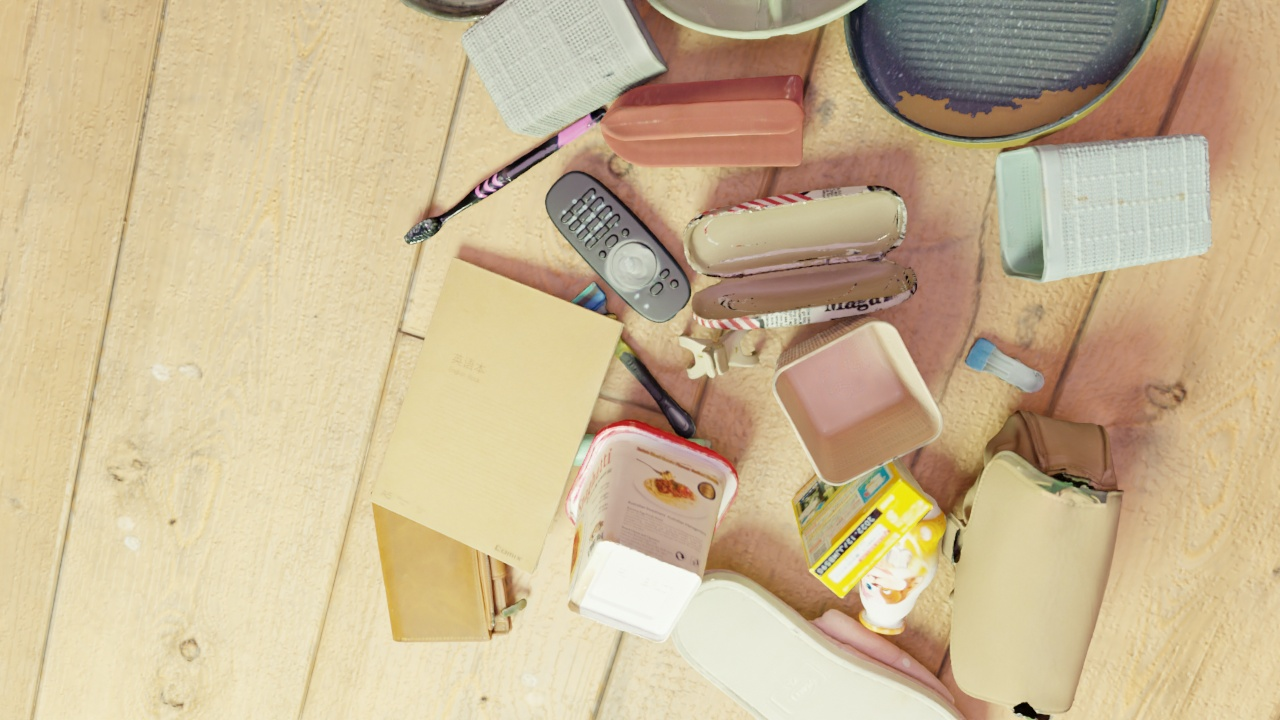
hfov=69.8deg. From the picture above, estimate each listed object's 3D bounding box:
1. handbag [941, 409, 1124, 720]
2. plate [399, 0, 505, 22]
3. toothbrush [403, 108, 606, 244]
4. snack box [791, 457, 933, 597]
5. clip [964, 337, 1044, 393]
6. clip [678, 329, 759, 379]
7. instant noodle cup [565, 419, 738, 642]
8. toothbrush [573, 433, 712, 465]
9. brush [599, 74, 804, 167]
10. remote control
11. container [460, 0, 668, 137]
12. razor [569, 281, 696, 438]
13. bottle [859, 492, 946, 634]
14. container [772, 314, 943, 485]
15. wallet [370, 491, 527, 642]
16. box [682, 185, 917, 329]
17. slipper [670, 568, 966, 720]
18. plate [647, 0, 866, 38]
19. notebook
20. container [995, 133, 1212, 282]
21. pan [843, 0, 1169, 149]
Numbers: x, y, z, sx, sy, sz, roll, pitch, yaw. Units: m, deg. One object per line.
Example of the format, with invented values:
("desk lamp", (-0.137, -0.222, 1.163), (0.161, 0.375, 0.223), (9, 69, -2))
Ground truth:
("handbag", (0.267, 0.140, 0.642), (0.100, 0.147, 0.204), (10, 99, 13))
("plate", (-0.123, -0.336, 0.670), (0.179, 0.024, 0.179), (1, 94, 11))
("toothbrush", (-0.107, -0.142, 0.709), (0.189, 0.017, 0.014), (-31, 92, 10))
("snack box", (0.152, 0.102, 0.653), (0.034, 0.140, 0.087), (40, 101, -6))
("clip", (0.273, 0.005, 0.687), (0.057, 0.028, 0.024), (29, 99, 11))
("clip", (0.049, -0.004, 0.682), (0.098, 0.099, 0.035), (-6, 101, 37))
("instant noodle cup", (0.002, 0.125, 0.668), (0.116, 0.124, 0.117), (21, 123, -5))
("toothbrush", (-0.055, 0.071, 0.732), (0.224, 0.027, 0.026), (2, 62, 7))
("brush", (0.043, -0.170, 0.659), (0.146, 0.069, 0.063), (0, 98, 7))
("remote control", (-0.016, -0.087, 0.703), (0.053, 0.024, 0.136), (-43, 93, 10))
("container", (-0.054, -0.221, 0.654), (0.114, 0.090, 0.090), (-28, 94, 13))
("razor", (-0.004, 0.004, 0.717), (0.043, 0.022, 0.142), (-41, 90, 13))
("bottle", (0.192, 0.152, 0.696), (0.063, 0.063, 0.108), (8, 106, 6))
("container", (0.148, 0.020, 0.655), (0.090, 0.110, 0.090), (-28, 95, 10))
("wallet", (-0.159, 0.167, 0.756), (0.119, 0.035, 0.131), (-5, 97, 9))
("box", (0.114, -0.069, 0.659), (0.162, 0.085, 0.075), (-7, 139, 5))
("slipper", (0.142, 0.253, 0.723), (0.274, 0.054, 0.114), (33, 103, -3))
("plate", (0.091, -0.318, 0.613), (0.230, 0.027, 0.230), (-3, 79, 18))
("notebook", (-0.116, 0.043, 0.720), (0.149, 0.012, 0.211), (22, 97, 11))
("container", (0.315, -0.106, 0.627), (0.111, 0.090, 0.090), (-6, 99, 5))
("pan", (0.158, -0.254, 0.623), (0.358, 0.078, 0.198), (12, 94, 25))
